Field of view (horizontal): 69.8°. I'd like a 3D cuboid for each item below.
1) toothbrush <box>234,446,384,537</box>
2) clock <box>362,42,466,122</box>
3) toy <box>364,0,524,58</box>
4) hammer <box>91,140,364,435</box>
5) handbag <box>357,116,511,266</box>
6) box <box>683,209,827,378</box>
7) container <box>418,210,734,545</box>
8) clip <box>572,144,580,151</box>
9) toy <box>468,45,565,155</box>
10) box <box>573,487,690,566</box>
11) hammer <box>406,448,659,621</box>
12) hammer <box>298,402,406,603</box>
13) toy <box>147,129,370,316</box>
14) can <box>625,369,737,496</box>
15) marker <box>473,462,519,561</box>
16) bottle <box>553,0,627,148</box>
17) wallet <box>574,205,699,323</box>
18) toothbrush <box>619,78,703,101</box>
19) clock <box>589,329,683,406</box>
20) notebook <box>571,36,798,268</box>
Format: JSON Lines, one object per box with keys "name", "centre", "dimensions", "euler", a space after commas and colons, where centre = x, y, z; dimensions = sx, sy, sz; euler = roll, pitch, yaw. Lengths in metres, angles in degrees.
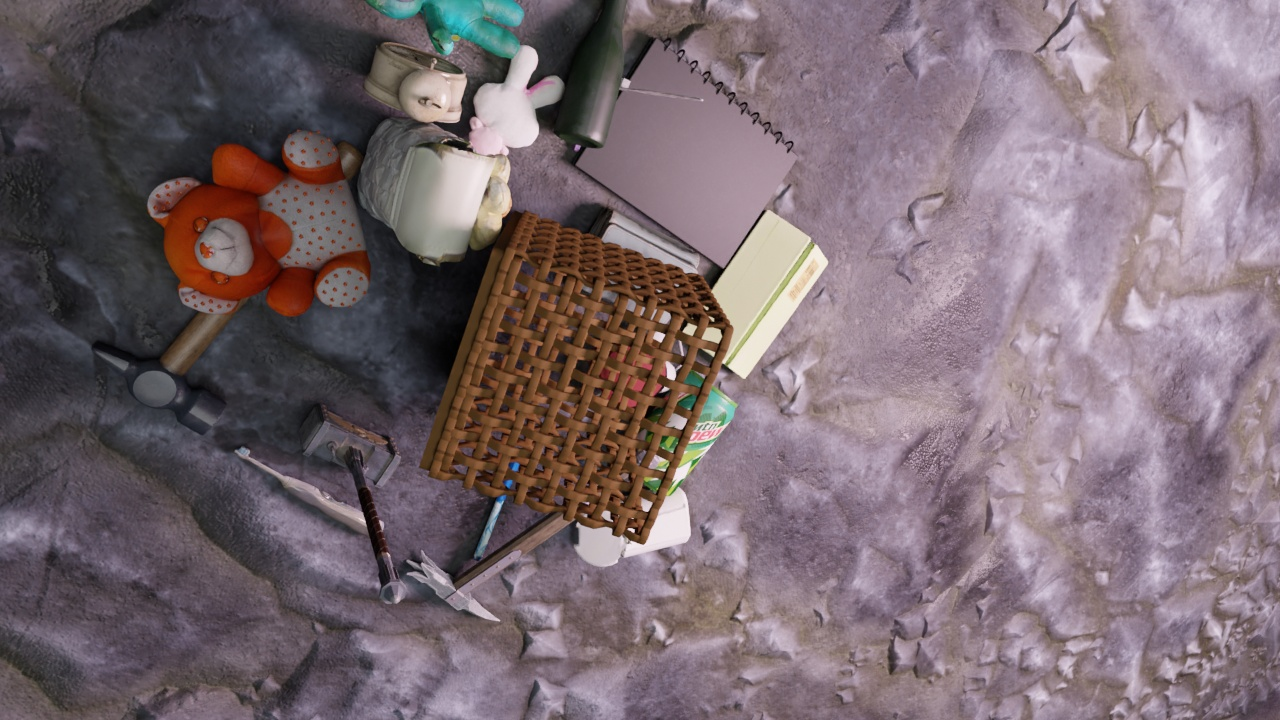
{"name": "toothbrush", "centre": [-0.362, 0.145, 1.002], "dimensions": [0.185, 0.022, 0.024], "euler": [39, 88, -30]}
{"name": "clock", "centre": [-0.202, -0.256, 0.845], "dimensions": [0.092, 0.140, 0.055], "euler": [11, 115, -28]}
{"name": "toy", "centre": [-0.200, -0.340, 0.856], "dimensions": [0.193, 0.073, 0.130], "euler": [16, 64, -32]}
{"name": "hammer", "centre": [-0.382, -0.085, 0.893], "dimensions": [0.129, 0.040, 0.322], "euler": [40, 90, -27]}
{"name": "handbag", "centre": [-0.192, -0.165, 0.869], "dimensions": [0.123, 0.171, 0.113], "euler": [6, 109, -38]}
{"name": "box", "centre": [0.148, -0.075, 1.126], "dimensions": [0.133, 0.061, 0.188], "euler": [35, 93, -33]}
{"name": "container", "centre": [-0.065, 0.003, 0.908], "dimensions": [0.214, 0.251, 0.220], "euler": [19, 105, -9]}
{"name": "clip", "centre": [-0.063, -0.246, 0.986], "dimensions": [0.050, 0.014, 0.045], "euler": [-25, 118, -11]}
{"name": "toy", "centre": [-0.134, -0.253, 0.934], "dimensions": [0.076, 0.037, 0.125], "euler": [38, 85, -36]}
{"name": "box", "centre": [-0.013, 0.207, 1.146], "dimensions": [0.159, 0.092, 0.081], "euler": [-11, 106, -18]}
{"name": "hammer", "centre": [-0.107, 0.200, 1.093], "dimensions": [0.317, 0.028, 0.147], "euler": [-35, 122, 9]}
{"name": "hammer", "centre": [-0.258, 0.137, 0.868], "dimensions": [0.098, 0.322, 0.044], "euler": [32, 94, -31]}
{"name": "toy", "centre": [-0.343, -0.115, 0.831], "dimensions": [0.172, 0.093, 0.164], "euler": [-16, 108, -13]}
{"name": "can", "centre": [0.047, 0.088, 1.127], "dimensions": [0.083, 0.083, 0.144], "euler": [37, 92, -31]}
{"name": "marker", "centre": [-0.173, 0.179, 1.106], "dimensions": [0.013, 0.013, 0.142], "euler": [16, 103, -29]}
{"name": "bottle", "centre": [-0.041, -0.310, 0.944], "dimensions": [0.055, 0.055, 0.174], "euler": [14, 92, -28]}
{"name": "wallet", "centre": [-0.006, -0.106, 1.048], "dimensions": [0.131, 0.054, 0.100], "euler": [23, 99, -25]}
{"name": "toothbrush", "centre": [0.014, -0.270, 0.911], "dimensions": [0.010, 0.181, 0.010], "euler": [15, 100, -34]}
{"name": "clock", "centre": [-0.006, 0.006, 1.093], "dimensions": [0.124, 0.044, 0.087], "euler": [-20, 117, -16]}
{"name": "notebook", "centre": [0.059, -0.232, 1.043], "dimensions": [0.231, 0.019, 0.169], "euler": [30, 97, -31]}
